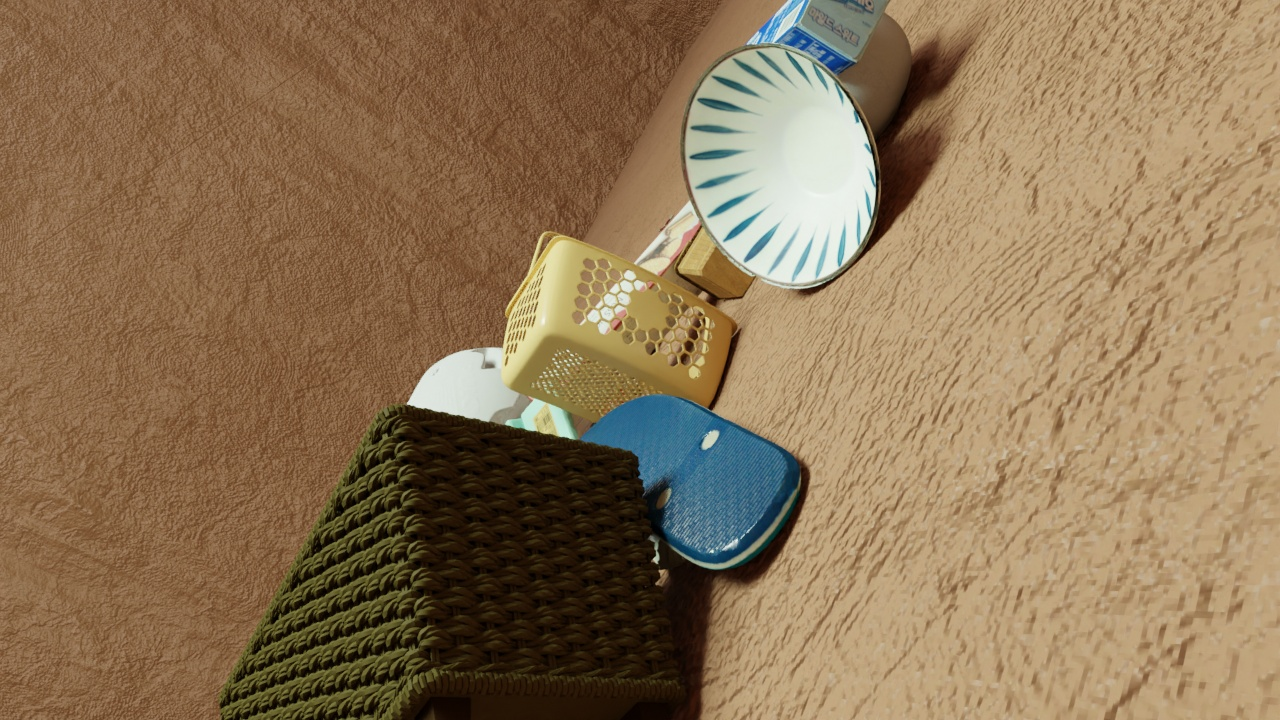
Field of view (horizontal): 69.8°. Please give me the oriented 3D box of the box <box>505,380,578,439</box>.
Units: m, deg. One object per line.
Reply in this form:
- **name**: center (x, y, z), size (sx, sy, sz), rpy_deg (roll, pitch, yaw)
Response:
- **box**: center (-0.081, 0.128, 0.824), size (0.137, 0.033, 0.186), rpy_deg (-54, 49, 45)

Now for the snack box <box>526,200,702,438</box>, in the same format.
- **snack box**: center (-0.006, -0.046, 0.925), size (0.272, 0.044, 0.077), rpy_deg (-50, -36, -12)

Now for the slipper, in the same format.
- **slipper**: center (0.026, 0.086, 0.641), size (0.118, 0.060, 0.295), rpy_deg (-56, 23, -12)

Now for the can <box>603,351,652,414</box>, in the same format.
- **can**: center (-0.030, -0.001, 1.071), size (0.075, 0.074, 0.142), rpy_deg (-47, 17, 50)

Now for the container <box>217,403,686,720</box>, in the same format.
- **container**: center (-0.125, 0.220, 0.561), size (0.322, 0.176, 0.204), rpy_deg (-53, 39, 30)

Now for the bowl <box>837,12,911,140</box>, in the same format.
- **bowl**: center (0.171, -0.213, 0.750), size (0.132, 0.064, 0.131), rpy_deg (-56, 11, 17)

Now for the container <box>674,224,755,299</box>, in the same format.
- **container**: center (0.091, -0.114, 0.874), size (0.114, 0.063, 0.061), rpy_deg (-58, 18, 6)

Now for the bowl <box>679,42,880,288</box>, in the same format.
- **bowl**: center (0.116, -0.148, 0.675), size (0.070, 0.177, 0.178), rpy_deg (-29, -10, -36)

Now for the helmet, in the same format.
- **helmet**: center (-0.161, 0.106, 1.031), size (0.184, 0.224, 0.281), rpy_deg (-17, 24, 17)

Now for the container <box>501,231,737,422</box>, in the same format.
- **container**: center (-0.018, -0.031, 0.815), size (0.130, 0.183, 0.166), rpy_deg (-50, 21, 44)

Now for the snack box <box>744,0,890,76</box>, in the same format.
- **snack box**: center (0.118, -0.243, 0.740), size (0.059, 0.059, 0.226), rpy_deg (-64, 11, -5)
